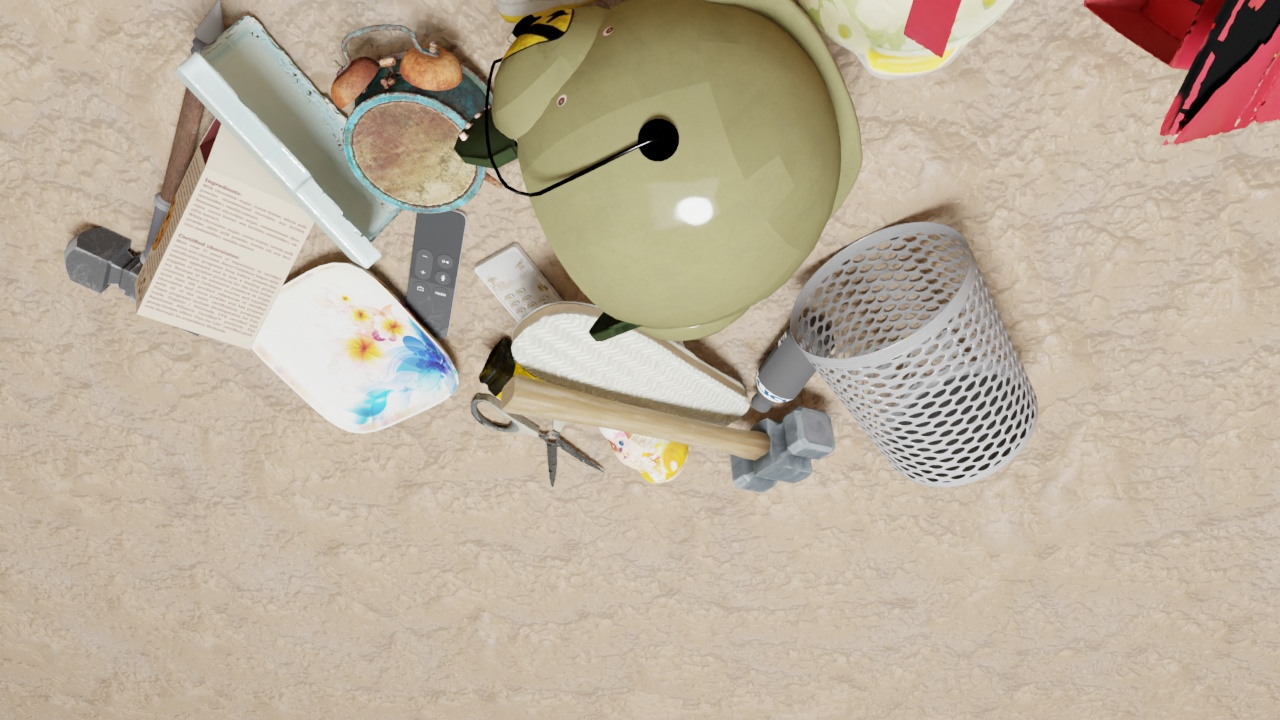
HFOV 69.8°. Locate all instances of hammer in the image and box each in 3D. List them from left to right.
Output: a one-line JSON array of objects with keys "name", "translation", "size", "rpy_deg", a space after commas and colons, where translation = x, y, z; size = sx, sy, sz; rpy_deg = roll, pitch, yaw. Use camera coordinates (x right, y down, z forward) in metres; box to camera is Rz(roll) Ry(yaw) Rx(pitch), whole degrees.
[{"name": "hammer", "translation": [-0.412, -0.171, 0.816], "size": [0.156, 0.043, 0.323], "rpy_deg": [26, 123, -12]}, {"name": "hammer", "translation": [0.026, 0.062, 0.860], "size": [0.322, 0.051, 0.118], "rpy_deg": [14, 146, -27]}]

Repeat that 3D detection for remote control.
[{"name": "remote control", "translation": [-0.197, -0.083, 0.873], "size": [0.045, 0.008, 0.147], "rpy_deg": [15, 127, -5]}, {"name": "remote control", "translation": [-0.099, -0.050, 0.884], "size": [0.050, 0.011, 0.136], "rpy_deg": [-25, 120, 23]}]

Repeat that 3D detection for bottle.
[{"name": "bottle", "translation": [-0.002, 0.077, 0.935], "size": [0.109, 0.063, 0.063], "rpy_deg": [40, 122, -23]}, {"name": "bottle", "translation": [0.141, 0.007, 0.875], "size": [0.047, 0.046, 0.113], "rpy_deg": [23, 127, -11]}]

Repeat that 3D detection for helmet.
[{"name": "helmet", "translation": [0.027, -0.142, 0.632], "size": [0.233, 0.255, 0.250], "rpy_deg": [-20, 124, 24]}]

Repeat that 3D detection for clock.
[{"name": "clock", "translation": [-0.182, -0.200, 0.739], "size": [0.121, 0.073, 0.158], "rpy_deg": [-6, 137, 12]}]

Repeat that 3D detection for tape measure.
[{"name": "tape measure", "translation": [-0.121, 0.014, 0.902], "size": [0.064, 0.065, 0.037], "rpy_deg": [39, 118, -15]}]

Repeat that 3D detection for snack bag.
[{"name": "snack bag", "translation": [-0.343, -0.125, 0.788], "size": [0.094, 0.070, 0.206], "rpy_deg": [23, 104, -37]}]

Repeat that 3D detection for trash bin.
[{"name": "trash bin", "translation": [0.242, 0.001, 0.794], "size": [0.157, 0.156, 0.183], "rpy_deg": [-26, 123, 24]}]

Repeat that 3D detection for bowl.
[{"name": "bowl", "translation": [0.182, -0.304, 0.614], "size": [0.188, 0.060, 0.220], "rpy_deg": [-7, 127, -1]}]

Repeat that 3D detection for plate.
[{"name": "plate", "translation": [-0.292, -0.011, 0.929], "size": [0.187, 0.016, 0.187], "rpy_deg": [-23, 121, 27]}]

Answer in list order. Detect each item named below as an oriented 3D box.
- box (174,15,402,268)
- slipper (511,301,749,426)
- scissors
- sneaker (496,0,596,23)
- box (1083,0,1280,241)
[{"name": "box", "translation": [-0.271, -0.173, 0.738], "size": [0.078, 0.122, 0.197], "rpy_deg": [-14, 127, 37]}, {"name": "slipper", "translation": [-0.005, 0.005, 0.858], "size": [0.262, 0.052, 0.115], "rpy_deg": [25, 133, -37]}, {"name": "scissors", "translation": [-0.099, 0.069, 0.974], "size": [0.170, 0.012, 0.158], "rpy_deg": [26, 127, -13]}, {"name": "sneaker", "translation": [-0.020, -0.329, 0.613], "size": [0.239, 0.085, 0.122], "rpy_deg": [-23, 127, 18]}, {"name": "box", "translation": [0.345, -0.228, 0.468], "size": [0.124, 0.376, 0.212], "rpy_deg": [16, 129, 8]}]
